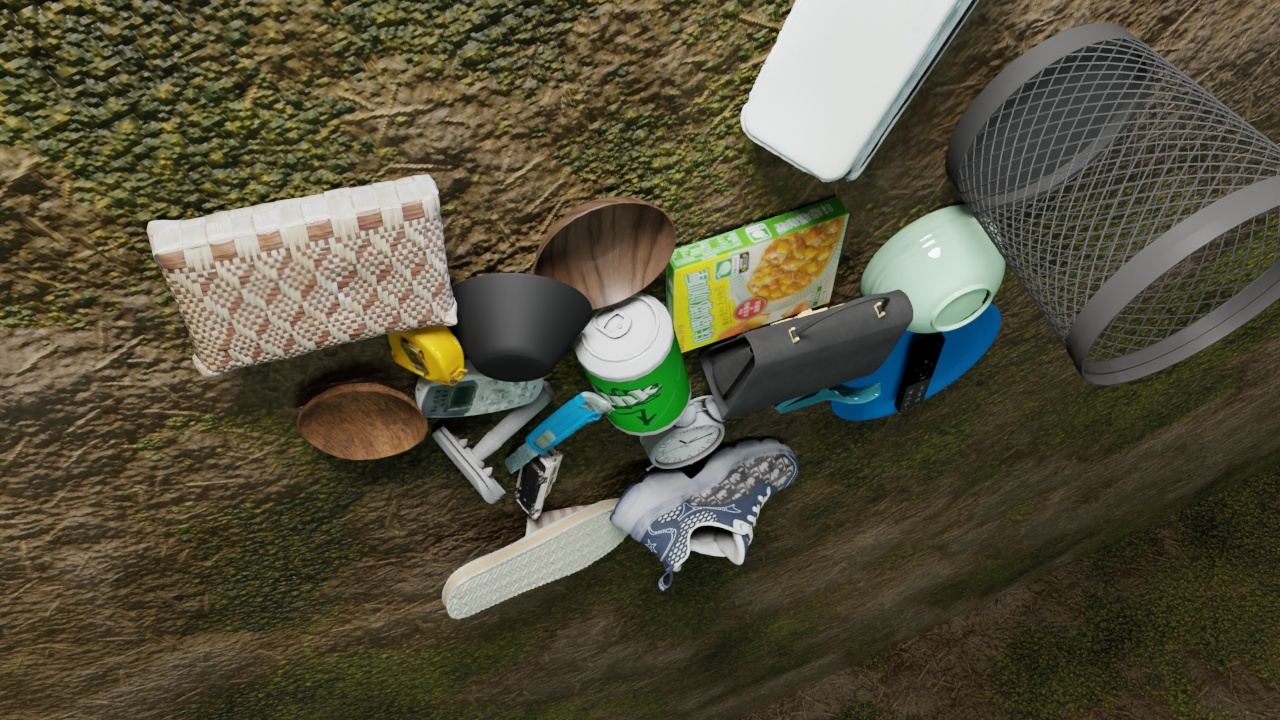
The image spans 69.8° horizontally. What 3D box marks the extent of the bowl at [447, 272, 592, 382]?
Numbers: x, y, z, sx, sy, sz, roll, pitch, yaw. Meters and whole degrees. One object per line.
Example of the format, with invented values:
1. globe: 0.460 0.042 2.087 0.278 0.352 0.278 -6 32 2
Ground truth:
1. bowl: -0.100 -0.016 0.730 0.124 0.052 0.124 -1 156 -1

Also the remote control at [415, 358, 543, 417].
1. remote control: -0.143 0.023 0.822 0.114 0.028 0.060 -4 142 -30

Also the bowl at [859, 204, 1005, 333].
1. bowl: 0.309 -0.080 0.935 0.150 0.077 0.151 -17 148 -11

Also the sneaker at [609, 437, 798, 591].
1. sneaker: 0.103 0.187 1.121 0.268 0.132 0.103 -15 146 -32

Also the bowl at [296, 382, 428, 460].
1. bowl: -0.238 0.047 0.789 0.102 0.026 0.114 -17 146 5

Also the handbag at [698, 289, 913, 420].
1. handbag: 0.170 -0.023 0.868 0.175 0.072 0.196 -16 167 -14

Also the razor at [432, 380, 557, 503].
1. razor: -0.127 0.064 0.867 0.116 0.088 0.047 -43 149 -8

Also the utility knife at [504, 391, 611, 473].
1. utility knife: -0.088 0.074 0.891 0.015 0.031 0.221 -44 -177 -37

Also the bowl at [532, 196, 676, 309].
1. bowl: -0.033 -0.091 0.725 0.119 0.032 0.119 -18 148 -12

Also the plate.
1. plate: 0.327 -0.003 1.107 0.224 0.024 0.225 -18 148 -12

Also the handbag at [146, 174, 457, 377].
1. handbag: -0.224 -0.058 0.632 0.185 0.047 0.124 -14 139 -17

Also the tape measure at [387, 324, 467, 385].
1. tape measure: -0.169 -0.010 0.720 0.030 0.068 0.059 -51 155 -30

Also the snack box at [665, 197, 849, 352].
1. snack box: 0.105 -0.075 0.848 0.168 0.027 0.132 -19 148 -9

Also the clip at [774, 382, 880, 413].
1. clip: 0.209 0.015 1.037 0.122 0.033 0.120 1 131 14

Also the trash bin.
1. trash bin: 0.402 -0.135 0.772 0.217 0.227 0.218 -18 148 -12

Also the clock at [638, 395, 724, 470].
1. clock: 0.052 0.077 1.028 0.094 0.035 0.123 -4 144 -30

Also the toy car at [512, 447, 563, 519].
1. toy car: -0.110 0.127 0.993 0.039 0.039 0.113 -32 156 -32

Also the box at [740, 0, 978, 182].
1. box: 0.161 -0.235 0.643 0.211 0.105 0.128 -59 176 38

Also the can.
1. can: -0.005 0.005 0.833 0.088 0.087 0.140 -24 148 -2

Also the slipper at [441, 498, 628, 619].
1. slipper: -0.123 0.229 1.106 0.262 0.052 0.115 -19 140 -34

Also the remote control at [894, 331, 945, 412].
1. remote control: 0.334 0.017 1.103 0.034 0.013 0.150 -20 148 -8
